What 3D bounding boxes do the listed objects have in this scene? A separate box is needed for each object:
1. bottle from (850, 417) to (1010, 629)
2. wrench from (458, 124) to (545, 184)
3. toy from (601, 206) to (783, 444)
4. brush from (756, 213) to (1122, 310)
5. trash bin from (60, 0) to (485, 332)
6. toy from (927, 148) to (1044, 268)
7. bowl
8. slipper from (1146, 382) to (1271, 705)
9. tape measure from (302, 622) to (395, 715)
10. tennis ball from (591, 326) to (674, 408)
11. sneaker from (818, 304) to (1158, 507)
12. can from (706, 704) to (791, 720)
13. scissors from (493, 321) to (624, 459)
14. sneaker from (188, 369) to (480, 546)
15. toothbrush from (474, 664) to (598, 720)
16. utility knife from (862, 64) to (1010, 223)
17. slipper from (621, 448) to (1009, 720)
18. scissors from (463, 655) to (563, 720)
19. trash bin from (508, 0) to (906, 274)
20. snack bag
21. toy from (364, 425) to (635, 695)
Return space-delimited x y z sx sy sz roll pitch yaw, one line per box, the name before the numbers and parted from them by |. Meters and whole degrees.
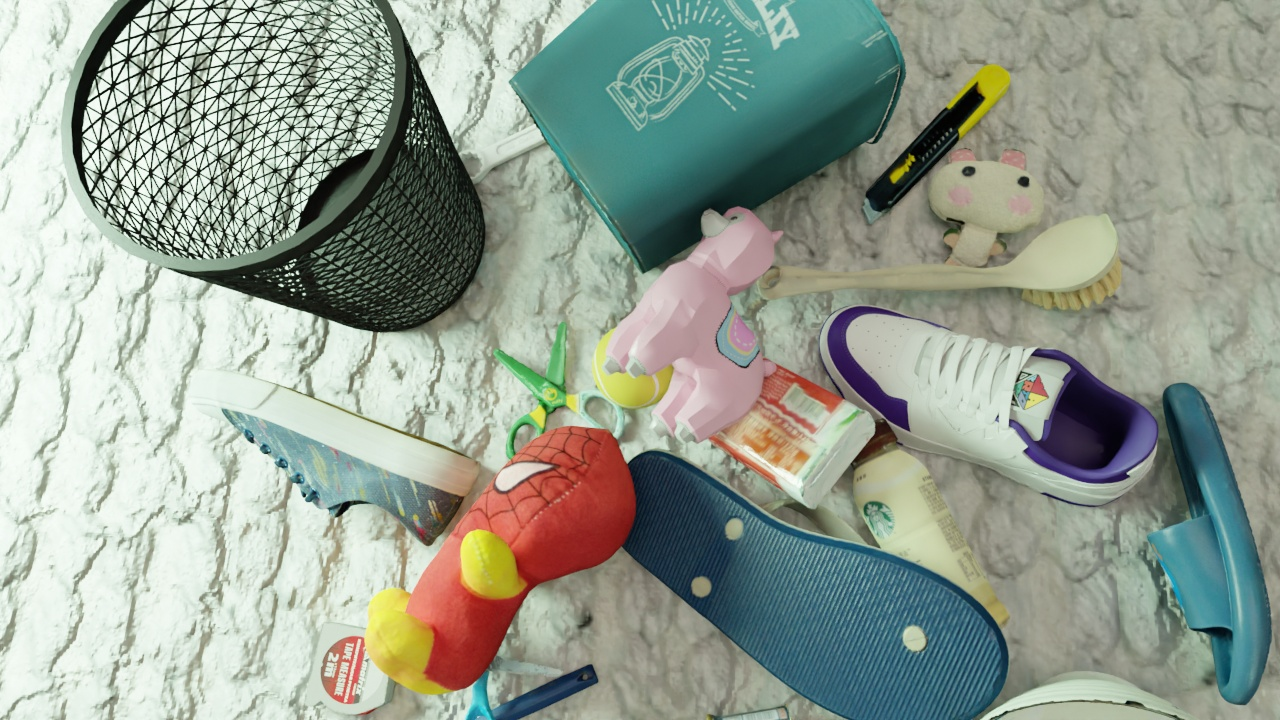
bottle | 0.194 0.120 0.649 0.056 0.056 0.162 -25 73 -2
wrench | -0.037 -0.220 0.792 0.273 0.009 0.047 -26 74 -2
toy | 0.050 -0.026 0.646 0.157 0.067 0.123 -45 109 -17
brush | 0.223 -0.065 0.686 0.272 0.077 0.062 -5 39 1
trash bin | -0.225 -0.128 0.656 0.217 0.243 0.216 -2 77 8
toy | 0.269 -0.124 0.718 0.087 0.050 0.112 15 71 10
bowl | 0.289 0.249 0.581 0.177 0.178 0.070 17 36 10
slipper | 0.374 0.120 0.619 0.059 0.103 0.213 -10 65 25
tape measure | -0.211 0.228 0.677 0.062 0.020 0.060 7 75 7
tennis ball | -0.004 0.004 0.696 0.065 0.065 0.065 -1 74 5
sneaker | 0.242 0.023 0.643 0.244 0.111 0.091 26 78 12
can | 0.082 0.285 0.616 0.059 0.054 0.099 -11 74 1
scissors | -0.064 0.030 0.723 0.127 0.011 0.125 8 77 6
sneaker | -0.242 0.072 0.694 0.235 0.087 0.079 19 82 7
toothbrush | -0.119 0.265 0.660 0.190 0.017 0.016 -24 74 -2
utility knife | 0.238 -0.176 0.748 0.029 0.020 0.174 41 83 22
slipper | 0.105 0.156 0.643 0.295 0.060 0.118 27 94 26
scissors | -0.121 0.220 0.666 0.133 0.014 0.127 12 66 16
trash bin | 0.042 -0.196 0.687 0.218 0.199 0.196 -36 80 2
snack bag | 0.102 0.048 0.664 0.077 0.036 0.116 -50 45 -8
toy | -0.091 0.132 0.638 0.216 0.148 0.099 -43 105 -12
